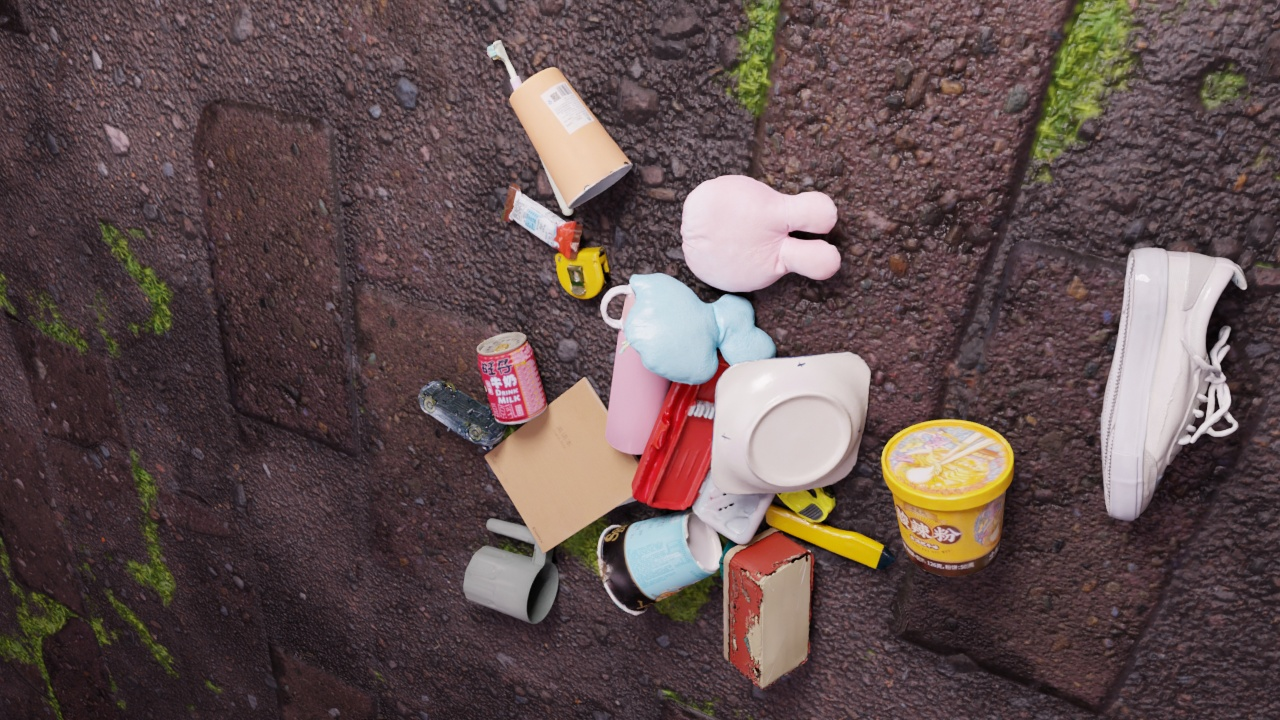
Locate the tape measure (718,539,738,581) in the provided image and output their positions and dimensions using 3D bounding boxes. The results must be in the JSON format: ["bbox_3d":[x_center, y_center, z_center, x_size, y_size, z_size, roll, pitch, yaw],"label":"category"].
[{"bbox_3d":[0.110,0.236,1.075,0.025,0.058,0.054,6,122,25],"label":"tape measure"}]

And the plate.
[{"bbox_3d":[0.154,0.074,0.926,0.163,0.034,0.164,-5,119,-9],"label":"plate"}]

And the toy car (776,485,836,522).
[{"bbox_3d":[0.166,0.135,1.007,0.105,0.032,0.048,45,127,2],"label":"toy car"}]

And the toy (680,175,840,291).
[{"bbox_3d":[0.114,-0.119,0.882,0.160,0.054,0.121,7,126,25],"label":"toy"}]

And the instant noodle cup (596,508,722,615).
[{"bbox_3d":[0.028,0.232,1.091,0.121,0.111,0.111,-26,102,29],"label":"instant noodle cup"}]

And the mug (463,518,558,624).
[{"bbox_3d":[-0.172,0.282,1.241,0.103,0.083,0.124,10,93,24],"label":"mug"}]

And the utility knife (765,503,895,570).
[{"bbox_3d":[0.210,0.195,1.026,0.154,0.015,0.033,20,117,18],"label":"utility knife"}]

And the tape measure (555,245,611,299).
[{"bbox_3d":[-0.064,-0.095,1.004,0.060,0.028,0.057,1,117,27],"label":"tape measure"}]

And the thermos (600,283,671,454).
[{"bbox_3d":[-0.006,0.006,0.997,0.087,0.067,0.199,-1,124,-13],"label":"thermos"}]

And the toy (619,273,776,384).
[{"bbox_3d":[0.053,-0.025,0.913,0.161,0.156,0.050,62,152,-1],"label":"toy"}]

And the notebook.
[{"bbox_3d":[-0.095,0.134,1.134,0.212,0.012,0.149,-37,83,35],"label":"notebook"}]

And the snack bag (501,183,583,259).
[{"bbox_3d":[-0.107,-0.150,0.992,0.104,0.026,0.048,33,123,25],"label":"snack bag"}]

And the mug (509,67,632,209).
[{"bbox_3d":[-0.073,-0.224,0.914,0.078,0.078,0.123,-31,95,36],"label":"mug"}]

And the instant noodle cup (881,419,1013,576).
[{"bbox_3d":[0.299,0.136,0.891,0.119,0.118,0.114,3,125,26],"label":"instant noodle cup"}]

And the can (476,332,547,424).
[{"bbox_3d":[-0.153,0.020,1.089,0.067,0.066,0.094,0,116,28],"label":"can"}]

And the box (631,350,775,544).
[{"bbox_3d":[0.087,0.092,0.997,0.160,0.065,0.201,22,115,2],"label":"box"}]

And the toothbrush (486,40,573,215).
[{"bbox_3d":[-0.112,-0.239,0.959,0.020,0.029,0.189,-26,108,-7],"label":"toothbrush"}]

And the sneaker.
[{"bbox_3d":[0.447,0.025,0.773,0.091,0.089,0.242,6,112,20],"label":"sneaker"}]

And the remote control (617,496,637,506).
[{"bbox_3d":[-0.061,0.164,1.147,0.135,0.019,0.056,-25,102,35],"label":"remote control"}]

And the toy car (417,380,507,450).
[{"bbox_3d":[-0.226,0.069,1.161,0.120,0.054,0.037,31,124,10],"label":"toy car"}]

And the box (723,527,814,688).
[{"bbox_3d":[0.150,0.288,1.047,0.077,0.091,0.168,30,132,47],"label":"box"}]
